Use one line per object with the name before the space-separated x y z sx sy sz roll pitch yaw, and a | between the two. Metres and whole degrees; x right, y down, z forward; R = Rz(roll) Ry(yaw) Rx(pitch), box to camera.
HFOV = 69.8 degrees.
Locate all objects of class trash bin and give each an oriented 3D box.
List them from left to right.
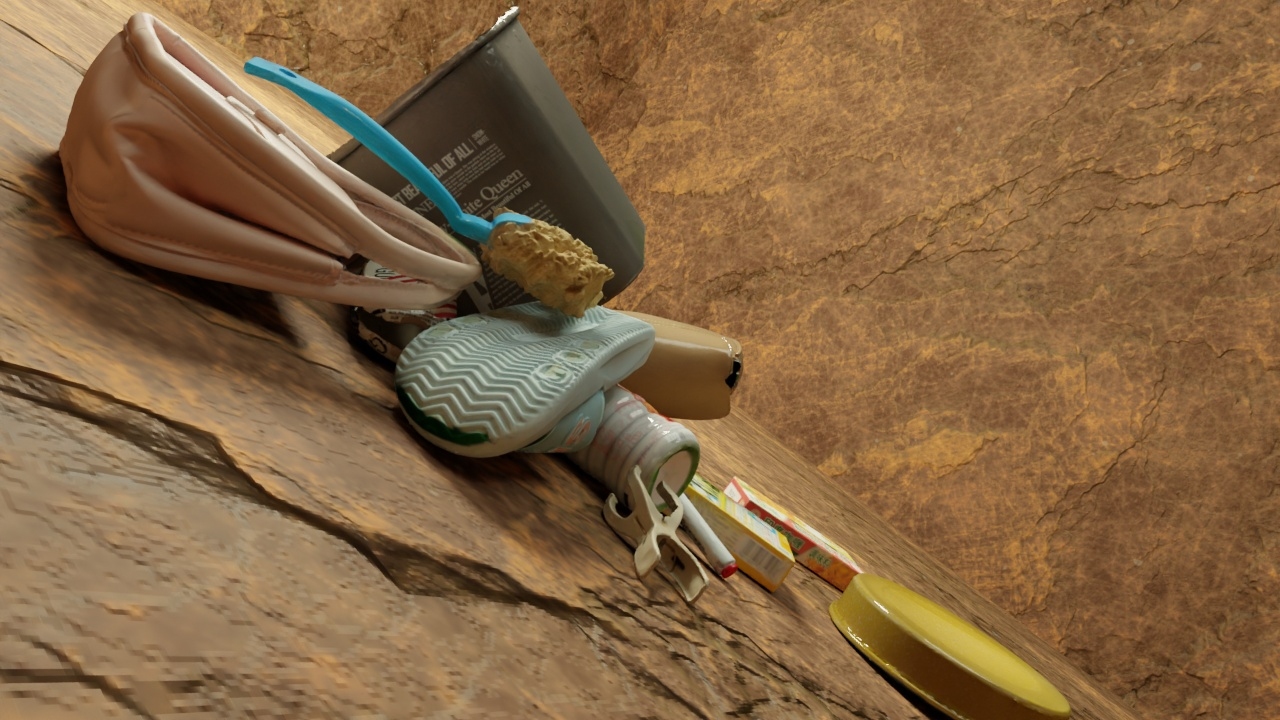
trash bin | -0.120 -0.137 0.761 0.220 0.199 0.198 52 17 -21

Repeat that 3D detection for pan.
pan | 0.309 0.297 0.733 0.357 0.078 0.197 30 5 12

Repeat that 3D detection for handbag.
handbag | -0.198 -0.094 0.533 0.234 0.093 0.193 25 12 -39
handbag | -0.005 0.005 0.859 0.204 0.100 0.148 7 6 -9

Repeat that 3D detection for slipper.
slipper | -0.064 0.013 0.575 0.104 0.074 0.244 19 19 18

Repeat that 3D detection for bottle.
bottle | -0.048 0.034 0.670 0.197 0.068 0.068 34 2 31

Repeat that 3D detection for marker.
marker | 0.023 0.097 0.665 0.145 0.017 0.017 51 12 30

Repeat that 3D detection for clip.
clip | 0.000 0.098 0.548 0.076 0.034 0.103 37 12 -15

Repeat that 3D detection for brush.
brush | -0.119 -0.103 0.560 0.254 0.046 0.083 35 16 -23

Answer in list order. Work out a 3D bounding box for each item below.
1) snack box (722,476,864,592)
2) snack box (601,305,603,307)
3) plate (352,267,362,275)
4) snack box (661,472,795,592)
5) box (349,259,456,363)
snack box | 0.157 0.180 0.936 0.156 0.027 0.077 35 5 -11
snack box | -0.049 -0.033 0.984 0.084 0.027 0.157 -111 -173 -46
plate | -0.286 -0.121 0.728 0.230 0.027 0.230 35 4 -3
snack box | 0.056 0.122 0.732 0.140 0.034 0.087 37 4 2
box | -0.167 -0.031 0.624 0.075 0.076 0.163 14 17 -20
